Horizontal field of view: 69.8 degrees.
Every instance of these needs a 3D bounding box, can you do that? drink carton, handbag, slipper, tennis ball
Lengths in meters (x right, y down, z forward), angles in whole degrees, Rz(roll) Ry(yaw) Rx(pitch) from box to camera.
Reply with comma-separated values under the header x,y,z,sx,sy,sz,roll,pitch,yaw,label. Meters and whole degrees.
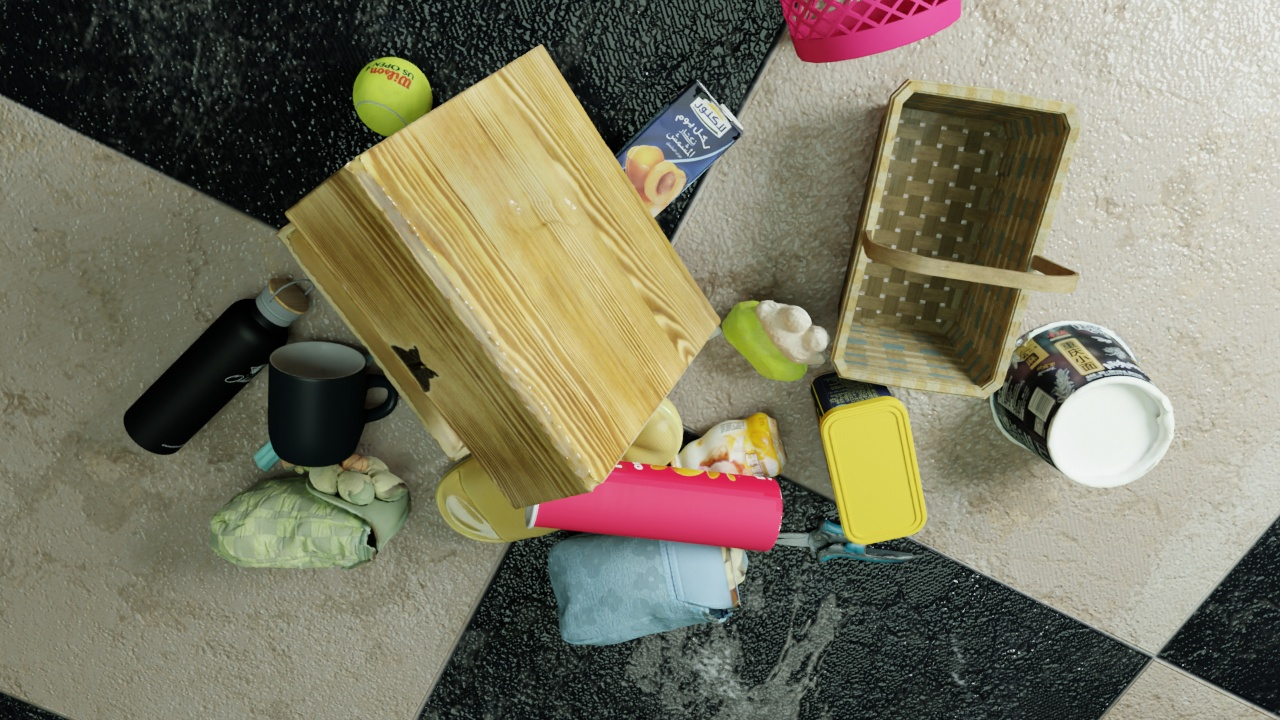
x,y,z,sx,sy,sz,roll,pitch,yaw,label
0.022,-0.178,0.799,0.130,0.040,0.064,-41,104,15,drink carton
-0.320,0.139,0.896,0.186,0.113,0.117,2,103,2,handbag
0.011,0.216,0.912,0.192,0.118,0.121,-22,68,20,handbag
-0.080,0.114,0.875,0.264,0.078,0.099,-27,109,14,slipper
-0.210,-0.223,0.779,0.065,0.065,0.065,1,110,2,tennis ball

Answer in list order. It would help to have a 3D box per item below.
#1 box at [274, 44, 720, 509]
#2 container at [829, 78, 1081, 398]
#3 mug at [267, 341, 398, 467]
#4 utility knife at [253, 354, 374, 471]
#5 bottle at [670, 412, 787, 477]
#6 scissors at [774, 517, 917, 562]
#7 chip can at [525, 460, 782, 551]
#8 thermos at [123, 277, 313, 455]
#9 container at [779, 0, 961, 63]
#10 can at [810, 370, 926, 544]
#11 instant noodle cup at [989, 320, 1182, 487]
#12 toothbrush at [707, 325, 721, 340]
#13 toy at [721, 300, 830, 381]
x,y,z,sx,sy,sz,roll,pitch,yaw,label
-0.146,-0.057,0.793,0.316,0.281,0.279,-20,111,44,box
0.251,-0.091,0.743,0.157,0.186,0.250,8,110,-1,container
-0.288,0.040,0.868,0.121,0.085,0.095,-7,119,-37,mug
-0.325,0.052,0.912,0.180,0.015,0.022,-40,116,16,utility knife
0.084,0.091,0.883,0.108,0.063,0.063,-17,109,10,bottle
0.211,0.190,0.938,0.140,0.019,0.128,43,107,-10,scissors
0.012,0.126,0.820,0.220,0.069,0.069,8,111,-12,chip can
-0.393,-0.002,0.871,0.232,0.061,0.061,-40,104,15,thermos
0.153,-0.350,0.670,0.183,0.183,0.226,-15,116,8,container
0.207,0.083,0.852,0.075,0.104,0.135,-14,109,7,can
0.401,0.046,0.826,0.137,0.112,0.137,1,110,3,instant noodle cup
-0.005,0.005,0.881,0.181,0.015,0.018,-27,113,11,toothbrush
0.124,-0.020,0.824,0.092,0.115,0.046,46,66,-11,toy
